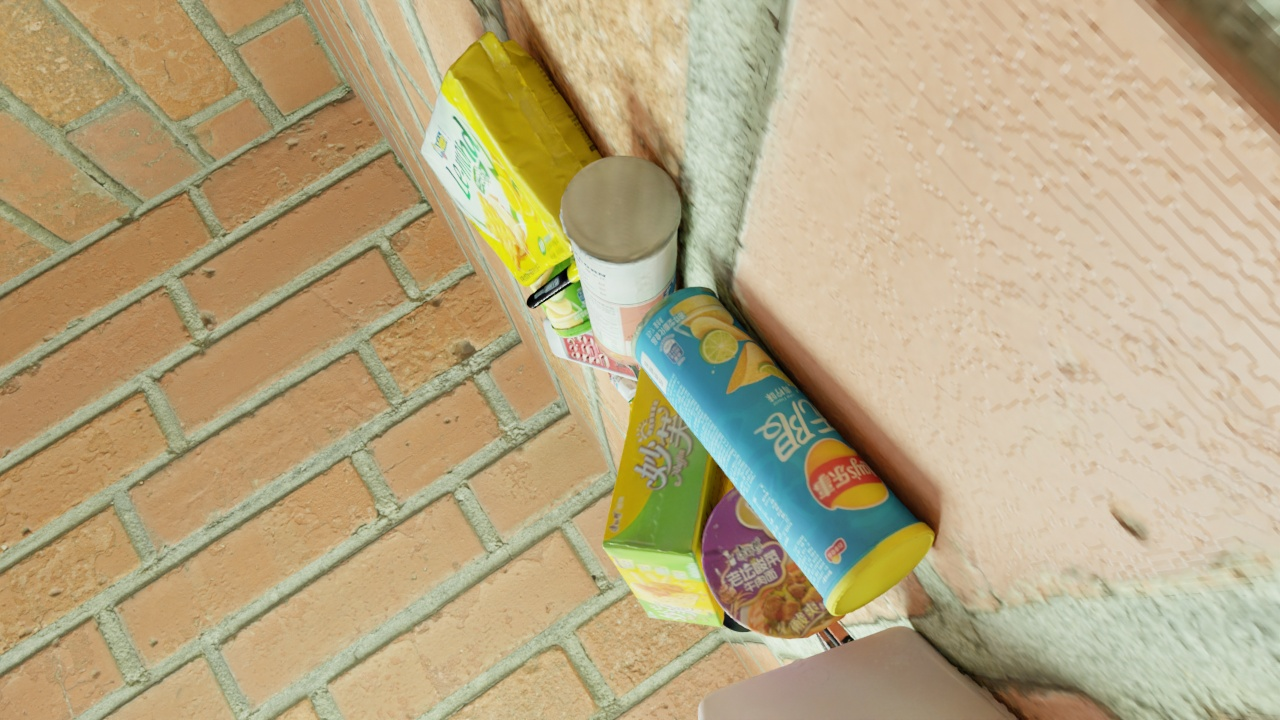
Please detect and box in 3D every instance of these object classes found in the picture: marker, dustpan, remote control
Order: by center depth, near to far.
[{"bbox_3d":[0.149,0.291,0.601,0.273,0.222,0.139,-108,0,-72],"label":"dustpan"},{"bbox_3d":[-0.074,-0.079,0.884,0.124,0.015,0.018,-29,62,44],"label":"marker"},{"bbox_3d":[-0.049,-0.015,0.998,0.136,0.020,0.056,16,137,33],"label":"remote control"}]

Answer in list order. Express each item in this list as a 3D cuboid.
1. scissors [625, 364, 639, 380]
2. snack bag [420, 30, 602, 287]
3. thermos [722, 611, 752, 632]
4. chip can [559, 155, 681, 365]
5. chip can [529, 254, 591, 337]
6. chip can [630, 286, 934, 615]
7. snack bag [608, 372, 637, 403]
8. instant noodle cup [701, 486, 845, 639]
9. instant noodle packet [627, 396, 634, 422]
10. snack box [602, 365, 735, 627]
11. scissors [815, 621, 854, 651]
[{"bbox_3d":[-0.006,0.004,0.864,0.162,0.012,0.173,46,-169,-43],"label":"scissors"},{"bbox_3d":[-0.099,-0.149,0.739,0.158,0.068,0.247,55,163,-8],"label":"snack bag"},{"bbox_3d":[0.099,0.215,0.954,0.243,0.068,0.089,76,-166,-52],"label":"thermos"},{"bbox_3d":[-0.009,-0.058,0.641,0.071,0.071,0.215,55,171,15],"label":"chip can"},{"bbox_3d":[-0.102,-0.124,0.925,0.221,0.072,0.072,61,171,-28],"label":"chip can"},{"bbox_3d":[0.077,0.047,0.550,0.210,0.071,0.071,52,171,32],"label":"chip can"},{"bbox_3d":[-0.015,0.036,1.178,0.048,0.026,0.104,48,180,-43],"label":"snack bag"},{"bbox_3d":[0.100,0.139,0.669,0.111,0.111,0.099,55,179,9],"label":"instant noodle cup"},{"bbox_3d":[0.020,0.090,1.057,0.110,0.044,0.128,61,179,3],"label":"instant noodle packet"},{"bbox_3d":[0.035,0.114,0.749,0.210,0.070,0.157,71,-153,-60],"label":"snack box"},{"bbox_3d":[0.181,0.266,0.960,0.226,0.015,0.189,58,171,-1],"label":"scissors"}]
